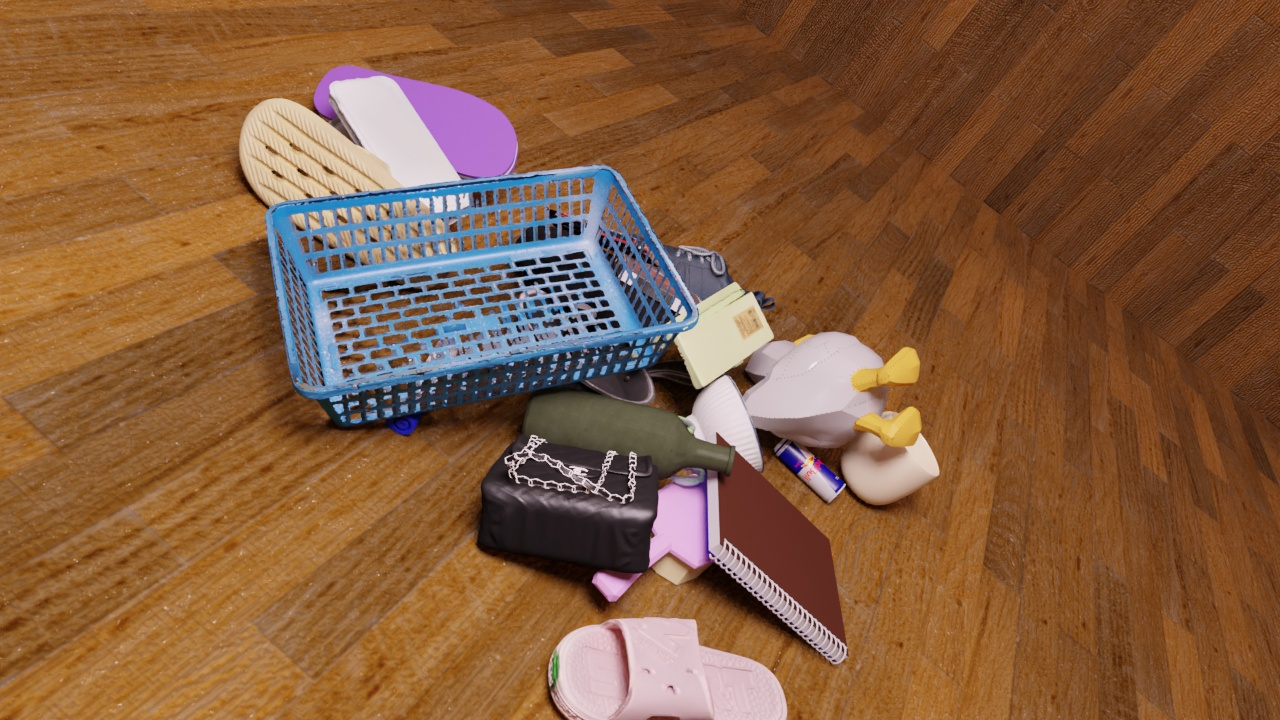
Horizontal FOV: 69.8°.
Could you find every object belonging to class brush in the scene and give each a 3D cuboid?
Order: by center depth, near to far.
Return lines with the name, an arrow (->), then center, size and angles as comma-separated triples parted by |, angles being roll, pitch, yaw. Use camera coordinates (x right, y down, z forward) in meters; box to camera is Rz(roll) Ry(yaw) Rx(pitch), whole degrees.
brush -> 0.021, 0.181, 0.890 | 0.089, 0.043, 0.228 | 45, 33, 15

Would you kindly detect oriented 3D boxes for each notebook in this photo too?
notebook -> 0.140, 0.194, 0.949 | 0.209, 0.022, 0.171 | 44, 27, -24

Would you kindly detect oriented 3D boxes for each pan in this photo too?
pan -> -0.056, -0.076, 1.084 | 0.225, 0.034, 0.355 | 33, 18, -7
pan -> -0.006, 0.006, 1.085 | 0.356, 0.055, 0.187 | 20, 28, -47

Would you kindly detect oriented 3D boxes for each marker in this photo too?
marker -> -0.211, 0.023, 0.896 | 0.027, 0.023, 0.132 | 12, 34, 2

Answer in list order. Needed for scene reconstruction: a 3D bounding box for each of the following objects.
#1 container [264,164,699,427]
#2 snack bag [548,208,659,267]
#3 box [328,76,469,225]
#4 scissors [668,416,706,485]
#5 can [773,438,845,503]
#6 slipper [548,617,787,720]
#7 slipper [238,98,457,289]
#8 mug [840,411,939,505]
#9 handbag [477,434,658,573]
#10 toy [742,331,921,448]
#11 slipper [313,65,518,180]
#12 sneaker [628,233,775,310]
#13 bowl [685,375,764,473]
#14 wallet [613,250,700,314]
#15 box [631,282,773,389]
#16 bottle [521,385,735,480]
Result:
container -> -0.156, -0.064, 0.889 | 0.361, 0.089, 0.257 | -11, 49, -19
snack bag -> -0.049, -0.161, 1.216 | 0.155, 0.018, 0.074 | 23, -5, 24
box -> -0.281, -0.249, 1.072 | 0.215, 0.122, 0.083 | 49, -10, 15
scissors -> -0.005, 0.091, 0.960 | 0.171, 0.025, 0.159 | -13, 46, -30
can -> 0.209, 0.134, 1.139 | 0.095, 0.032, 0.032 | 43, 33, 11
slipper -> 0.036, 0.266, 0.776 | 0.239, 0.065, 0.094 | 19, 36, -28
slipper -> -0.312, -0.174, 0.998 | 0.261, 0.111, 0.079 | 37, 10, -6
mug -> 0.308, 0.124, 1.178 | 0.096, 0.100, 0.120 | 32, 32, -33
handbag -> -0.058, 0.106, 0.817 | 0.154, 0.115, 0.124 | 6, 25, 4
toy -> 0.216, 0.031, 1.144 | 0.246, 0.141, 0.268 | -19, 20, -37
slipper -> -0.278, -0.288, 1.174 | 0.266, 0.084, 0.107 | 19, 71, 4
sneaker -> 0.075, -0.120, 1.277 | 0.235, 0.087, 0.089 | 32, 16, -9
bowl -> 0.090, 0.082, 1.046 | 0.062, 0.118, 0.118 | -19, 50, -4
wallet -> 0.024, -0.096, 1.191 | 0.123, 0.019, 0.072 | 29, 19, -21
box -> 0.070, -0.027, 1.089 | 0.187, 0.084, 0.091 | -28, 97, -51
bottle -> -0.010, 0.077, 0.907 | 0.207, 0.072, 0.071 | 12, 33, 3
